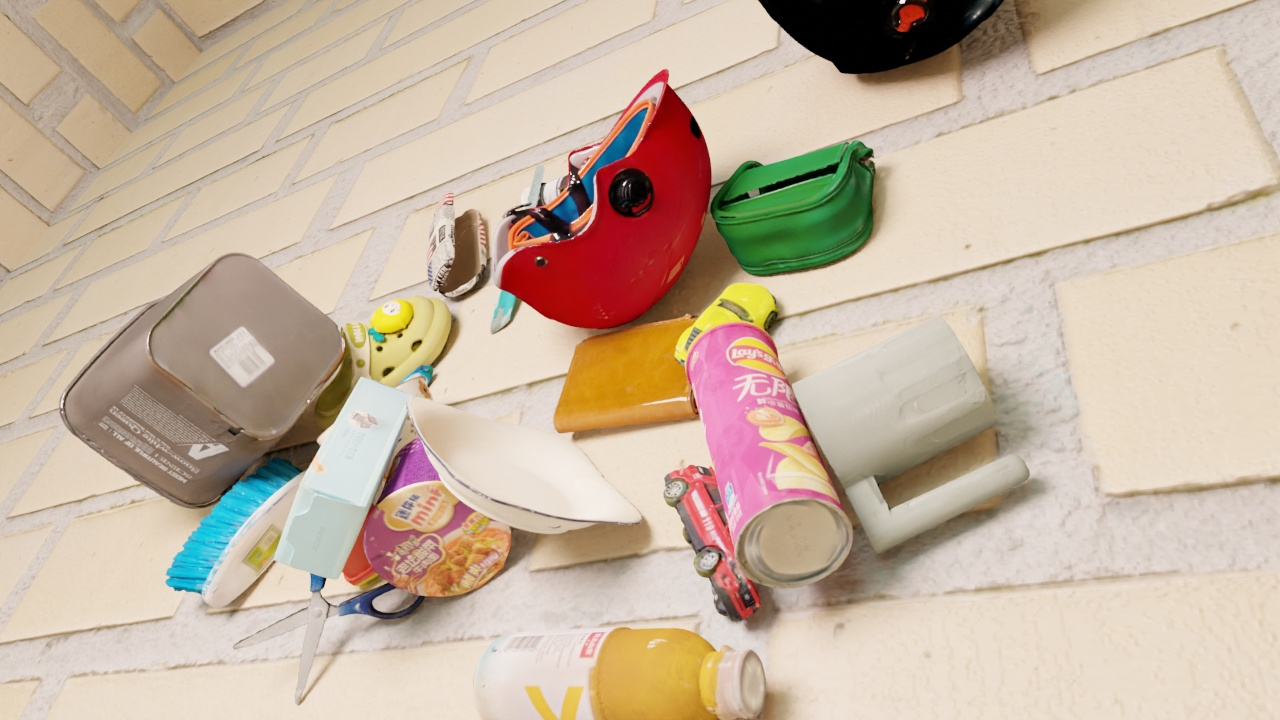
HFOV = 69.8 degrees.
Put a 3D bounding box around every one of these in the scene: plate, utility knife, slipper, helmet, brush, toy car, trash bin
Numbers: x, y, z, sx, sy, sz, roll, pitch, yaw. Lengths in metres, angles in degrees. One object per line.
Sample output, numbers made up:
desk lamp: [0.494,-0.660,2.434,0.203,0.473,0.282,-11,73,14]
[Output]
plate: [-0.093,0.087,0.689,0.163,0.164,0.034,38,106,53]
utility knife: [-0.133,-0.128,1.008,0.029,0.013,0.221,-10,57,36]
slipper: [-0.289,-0.005,0.990,0.190,0.081,0.091,-44,40,-4]
helmet: [0.234,-0.385,0.831,0.275,0.230,0.233,2,67,41]
brush: [-0.338,0.116,0.932,0.110,0.060,0.313,12,57,39]
toy car: [0.070,-0.029,0.739,0.048,0.032,0.105,31,58,25]
trash bin: [-0.438,0.018,0.943,0.220,0.199,0.198,-23,32,45]
toy car: [0.050,0.116,0.610,0.045,0.053,0.120,-26,36,2]
helmet: [-0.016,-0.126,0.828,0.240,0.144,0.207,-47,20,3]

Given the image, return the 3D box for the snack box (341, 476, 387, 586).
snack box: [-0.249,0.137,0.811,0.082,0.080,0.091,-35,37,3]

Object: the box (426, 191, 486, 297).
box: [-0.231,-0.141,1.080,0.075,0.081,0.163,-32,40,17]

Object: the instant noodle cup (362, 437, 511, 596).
instant noodle cup: [-0.164,0.118,0.745,0.111,0.111,0.099,-34,28,6]

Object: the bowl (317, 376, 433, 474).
bowl: [-0.241,0.070,0.870,0.113,0.062,0.113,-32,-1,-1]

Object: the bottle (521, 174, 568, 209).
bottle: [-0.050,-0.193,1.018,0.195,0.044,0.079,-6,47,36]

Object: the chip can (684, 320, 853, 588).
chip can: [0.078,0.052,0.610,0.071,0.071,0.210,-29,29,11]

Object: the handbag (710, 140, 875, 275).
handbag: [0.136,-0.138,0.797,0.132,0.068,0.119,-6,40,37]

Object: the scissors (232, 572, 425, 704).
scissors: [-0.255,0.196,0.752,0.162,0.176,0.012,-1,-1,0]

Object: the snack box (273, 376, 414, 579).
snack box: [-0.230,0.087,0.728,0.174,0.051,0.074,-93,26,-64]

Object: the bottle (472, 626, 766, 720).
bottle: [-0.016,0.200,0.566,0.190,0.068,0.067,-12,45,30]

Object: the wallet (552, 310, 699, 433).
wallet: [-0.005,0.005,0.783,0.131,0.035,0.118,-10,44,27]

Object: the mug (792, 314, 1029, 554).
mug: [0.167,0.045,0.575,0.103,0.083,0.123,-29,56,10]
